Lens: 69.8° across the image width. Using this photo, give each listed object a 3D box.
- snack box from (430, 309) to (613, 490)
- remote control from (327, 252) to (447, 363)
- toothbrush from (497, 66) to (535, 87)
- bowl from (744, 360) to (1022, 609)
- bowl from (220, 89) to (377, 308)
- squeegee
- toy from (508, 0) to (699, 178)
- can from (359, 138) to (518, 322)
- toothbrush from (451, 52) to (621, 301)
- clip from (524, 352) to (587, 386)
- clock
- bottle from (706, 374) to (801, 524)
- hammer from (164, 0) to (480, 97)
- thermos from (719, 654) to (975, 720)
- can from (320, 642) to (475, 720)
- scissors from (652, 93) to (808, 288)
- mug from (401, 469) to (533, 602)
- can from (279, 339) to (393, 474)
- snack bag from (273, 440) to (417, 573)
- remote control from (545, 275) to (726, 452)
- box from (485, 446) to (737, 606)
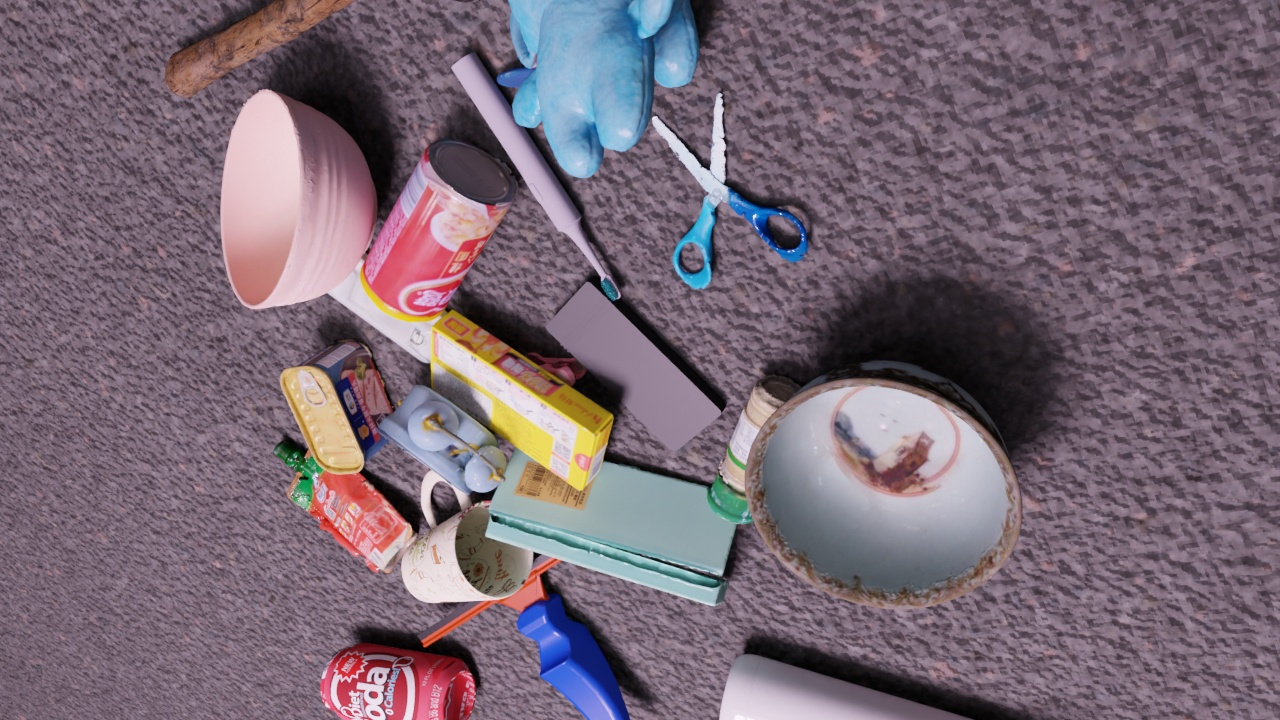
[{"bbox_3d":[-0.092,0.030,0.686,0.152,0.025,0.075,32,141,15],"label":"snack box"},{"bbox_3d":[-0.209,-0.050,0.719,0.133,0.022,0.050,35,125,3],"label":"remote control"},{"bbox_3d":[-0.034,-0.186,0.571,0.132,0.021,0.016,-6,79,26],"label":"toothbrush"},{"bbox_3d":[0.154,0.063,0.574,0.160,0.093,0.160,11,120,19],"label":"bowl"},{"bbox_3d":[-0.237,-0.109,0.654,0.153,0.076,0.153,0,89,48],"label":"bowl"},{"bbox_3d":[-0.060,0.263,0.800,0.250,0.055,0.185,-36,83,26],"label":"squeegee"},{"bbox_3d":[-0.013,-0.186,0.495,0.184,0.114,0.180,-23,68,46],"label":"toy"},{"bbox_3d":[-0.143,-0.089,0.642,0.066,0.066,0.125,41,125,-1],"label":"can"},{"bbox_3d":[-0.066,-0.120,0.619,0.018,0.019,0.188,-27,103,30],"label":"toothbrush"},{"bbox_3d":[-0.065,0.005,0.689,0.060,0.043,0.023,16,123,48],"label":"clip"},{"bbox_3d":[-0.149,0.062,0.704,0.089,0.051,0.125,43,165,-27],"label":"clock"},{"bbox_3d":[0.081,0.062,0.640,0.043,0.042,0.110,25,122,10],"label":"bottle"},{"bbox_3d":[-0.212,-0.241,0.597,0.331,0.033,0.119,-8,69,35],"label":"hammer"},{"bbox_3d":[0.173,0.289,0.685,0.230,0.101,0.068,11,100,18],"label":"thermos"},{"bbox_3d":[-0.237,0.323,0.901,0.143,0.074,0.074,0,116,24],"label":"can"},{"bbox_3d":[0.058,-0.105,0.579,0.117,0.014,0.130,10,116,24],"label":"scissors"},{"bbox_3d":[-0.161,0.151,0.786,0.097,0.080,0.122,-25,83,40],"label":"mug"},{"bbox_3d":[-0.246,0.037,0.761,0.054,0.058,0.100,-5,114,26],"label":"can"},{"bbox_3d":[-0.276,0.127,0.839,0.155,0.044,0.087,38,120,6],"label":"snack bag"},{"bbox_3d":[-0.004,0.004,0.662,0.133,0.013,0.058,45,125,-4],"label":"remote control"},{"bbox_3d":[-0.017,0.118,0.708,0.188,0.077,0.091,13,82,15],"label":"box"}]
